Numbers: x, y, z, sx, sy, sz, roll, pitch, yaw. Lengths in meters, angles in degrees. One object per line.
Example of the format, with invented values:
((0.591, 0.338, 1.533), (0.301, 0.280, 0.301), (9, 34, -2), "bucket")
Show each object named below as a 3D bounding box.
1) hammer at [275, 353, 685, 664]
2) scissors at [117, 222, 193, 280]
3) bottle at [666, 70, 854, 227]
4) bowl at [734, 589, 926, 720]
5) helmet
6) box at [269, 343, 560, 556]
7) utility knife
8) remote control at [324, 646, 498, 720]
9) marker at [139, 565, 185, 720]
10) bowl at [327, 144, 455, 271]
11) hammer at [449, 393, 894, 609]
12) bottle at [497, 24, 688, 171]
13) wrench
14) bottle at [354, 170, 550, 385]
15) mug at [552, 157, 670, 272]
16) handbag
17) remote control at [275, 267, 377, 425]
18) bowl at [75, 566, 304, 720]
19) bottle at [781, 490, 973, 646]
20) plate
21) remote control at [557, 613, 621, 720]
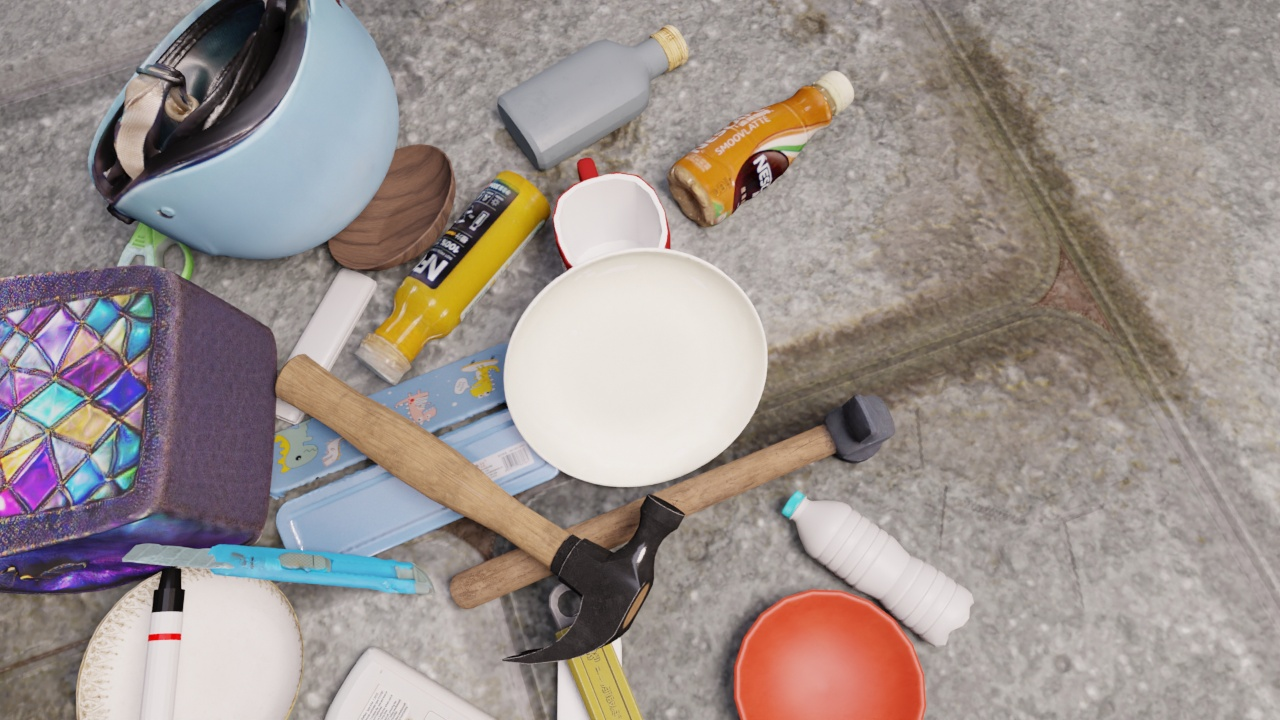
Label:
((-0.130, 0.084, 0.614), (0.305, 0.040, 0.132), (29, 91, 19), "hammer")
((-0.410, -0.128, 0.770), (0.065, 0.033, 0.174), (-16, 73, 1), "scissors")
((0.100, -0.175, 0.736), (0.167, 0.059, 0.059), (-38, 72, -11), "bottle")
((0.122, 0.215, 0.604), (0.122, 0.035, 0.121), (-1, 70, 2), "bowl")
((-0.293, -0.174, 0.692), (0.266, 0.167, 0.225), (28, 77, 40), "helmet")
((-0.170, 0.067, 0.672), (0.209, 0.039, 0.126), (-22, 69, -6), "box")
((-0.232, 0.137, 0.608), (0.197, 0.015, 0.031), (11, 29, -29), "utility knife")
((-0.142, 0.248, 0.609), (0.138, 0.025, 0.060), (25, 73, 14), "remote control")
((-0.298, 0.194, 0.571), (0.019, 0.019, 0.145), (-4, 71, 1), "marker")
((-0.191, -0.115, 0.730), (0.119, 0.032, 0.119), (-14, 56, 21), "bowl")
((0.018, 0.099, 0.624), (0.322, 0.129, 0.040), (-23, 76, 5), "hammer")
((-0.034, -0.228, 0.769), (0.161, 0.046, 0.072), (-33, 72, -9), "bottle")
((-0.003, 0.272, 0.585), (0.083, 0.018, 0.273), (-21, 75, -18), "wrench")
((-0.146, -0.064, 0.710), (0.053, 0.053, 0.186), (34, 75, 14), "bottle")
((-0.023, -0.092, 0.691), (0.080, 0.097, 0.116), (-17, 70, -4), "mug")
((-0.382, 0.048, 0.639), (0.222, 0.125, 0.204), (-10, 69, 12), "handbag")
((-0.251, -0.013, 0.718), (0.033, 0.012, 0.130), (21, 72, 10), "remote control")
((-0.286, 0.209, 0.611), (0.145, 0.063, 0.145), (-1, 70, 2), "bowl")
((0.157, 0.137, 0.626), (0.136, 0.044, 0.044), (36, 75, 14), "bottle")
((-0.004, 0.004, 0.640), (0.182, 0.182, 0.034), (-14, 28, -3), "plate")
((-0.034, 0.238, 0.615), (0.043, 0.013, 0.136), (-2, 70, 2), "remote control")
